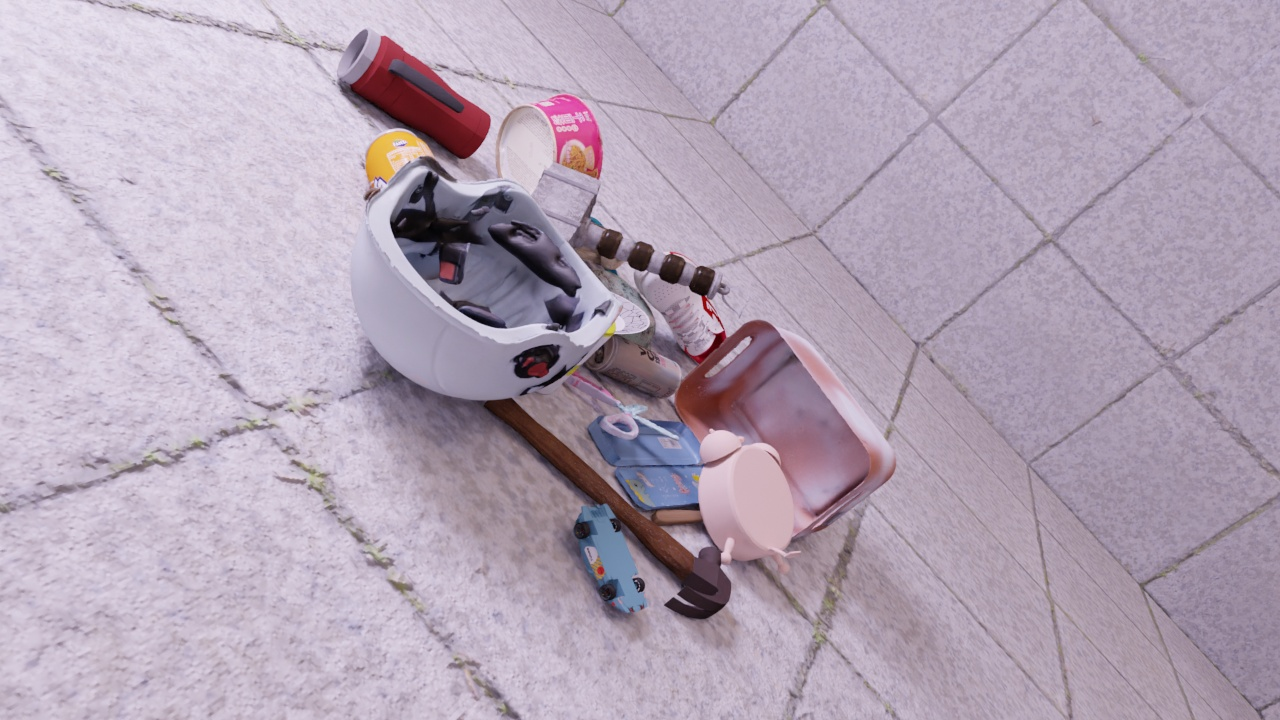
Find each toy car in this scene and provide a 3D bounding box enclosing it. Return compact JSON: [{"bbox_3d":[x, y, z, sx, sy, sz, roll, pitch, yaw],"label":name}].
[{"bbox_3d":[-0.033,0.189,0.861,0.060,0.028,0.107,8,53,-57],"label":"toy car"}]

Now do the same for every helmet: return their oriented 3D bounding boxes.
[{"bbox_3d":[-0.165,-0.055,0.864,0.236,0.164,0.263,48,29,16],"label":"helmet"}]

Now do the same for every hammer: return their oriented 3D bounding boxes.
[{"bbox_3d":[-0.031,0.144,0.939,0.323,0.033,0.115,42,21,-8],"label":"hammer"},{"bbox_3d":[-0.008,-0.142,1.221,0.326,0.080,0.176,22,39,-2],"label":"hammer"}]

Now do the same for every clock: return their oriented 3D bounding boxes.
[{"bbox_3d":[-0.060,-0.169,1.332,0.141,0.055,0.092,32,18,35],"label":"clock"},{"bbox_3d":[0.135,0.163,1.084,0.131,0.086,0.160,21,49,-44],"label":"clock"}]

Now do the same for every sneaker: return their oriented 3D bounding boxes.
[{"bbox_3d":[0.071,-0.063,1.353,0.236,0.090,0.104,53,12,-55],"label":"sneaker"}]

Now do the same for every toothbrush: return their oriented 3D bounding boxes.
[{"bbox_3d":[0.065,0.182,1.065,0.166,0.016,0.016,11,44,-52],"label":"toothbrush"}]

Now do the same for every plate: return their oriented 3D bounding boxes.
[{"bbox_3d":[-0.082,-0.066,1.148,0.188,0.016,0.188,15,20,-6],"label":"plate"}]

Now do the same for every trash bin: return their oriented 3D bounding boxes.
[{"bbox_3d":[0.197,0.093,1.235,0.259,0.182,0.157,55,22,23],"label":"trash bin"}]

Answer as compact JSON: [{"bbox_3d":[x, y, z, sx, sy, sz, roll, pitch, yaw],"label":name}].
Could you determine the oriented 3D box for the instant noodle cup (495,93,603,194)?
[{"bbox_3d":[-0.142,-0.300,1.337,0.077,0.179,0.178,-10,57,-45],"label":"instant noodle cup"}]

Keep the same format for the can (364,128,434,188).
[{"bbox_3d":[-0.258,-0.191,1.041,0.079,0.079,0.142,14,39,-53],"label":"can"}]

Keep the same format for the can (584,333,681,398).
[{"bbox_3d":[-0.007,0.007,1.183,0.135,0.054,0.054,25,30,-42],"label":"can"}]

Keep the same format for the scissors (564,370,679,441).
[{"bbox_3d":[-0.024,0.061,1.065,0.170,0.014,0.173,32,12,-14],"label":"scissors"}]

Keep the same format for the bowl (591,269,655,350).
[{"bbox_3d":[-0.032,-0.075,1.297,0.157,0.039,0.157,38,23,-20],"label":"bowl"}]

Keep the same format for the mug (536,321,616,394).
[{"bbox_3d":[-0.092,-0.026,1.018,0.082,0.106,0.082,38,24,-20],"label":"mug"}]

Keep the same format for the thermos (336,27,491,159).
[{"bbox_3d":[-0.296,-0.356,1.232,0.198,0.084,0.108,30,-10,-38],"label":"thermos"}]

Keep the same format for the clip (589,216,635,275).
[{"bbox_3d":[-0.064,-0.171,1.412,0.120,0.104,0.027,42,17,9],"label":"clip"}]

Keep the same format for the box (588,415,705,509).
[{"bbox_3d":[0.027,0.124,1.093,0.208,0.021,0.125,8,45,-56],"label":"box"}]
